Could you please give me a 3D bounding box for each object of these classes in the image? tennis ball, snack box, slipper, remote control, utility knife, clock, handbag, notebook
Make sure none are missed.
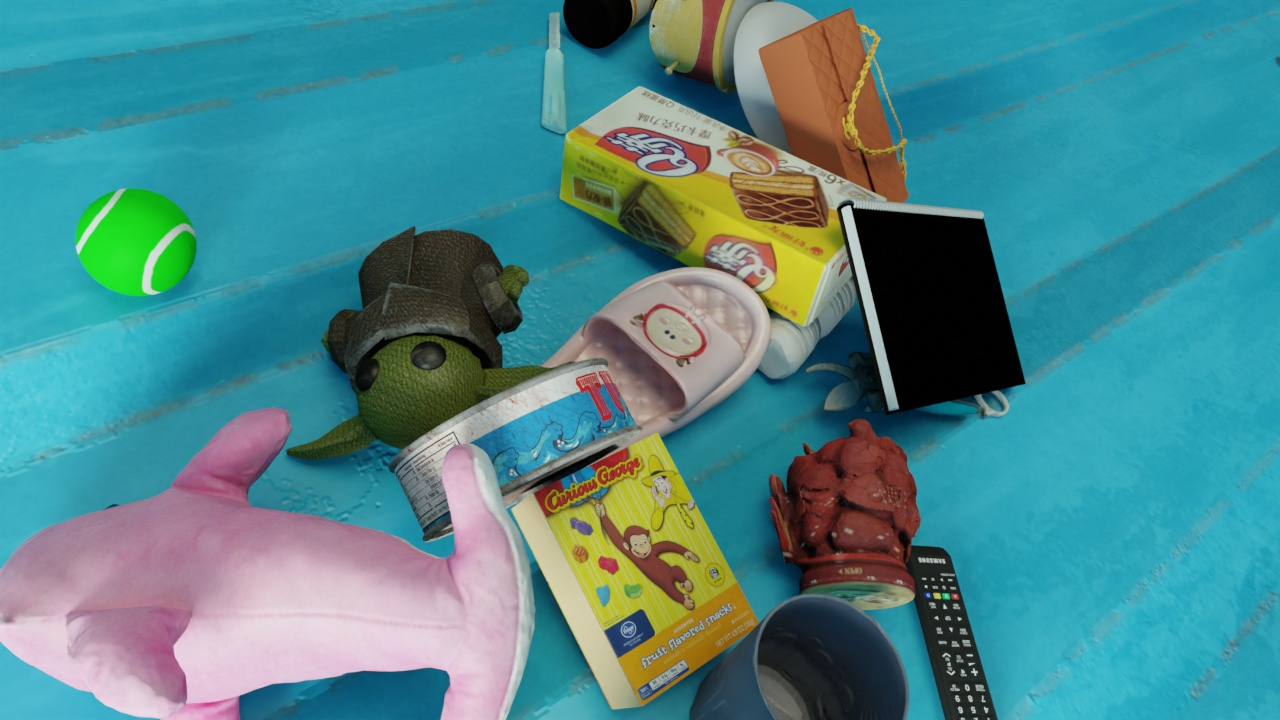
[{"bbox_3d":[-0.308,-0.072,0.562,0.065,0.066,0.065,10,52,-13],"label":"tennis ball"},{"bbox_3d":[-0.003,0.119,0.529,0.088,0.040,0.126,-23,81,-32],"label":"snack box"},{"bbox_3d":[-0.004,0.004,0.618,0.221,0.056,0.107,-36,73,-27],"label":"slipper"},{"bbox_3d":[0.199,0.185,0.592,0.033,0.015,0.146,6,53,-16],"label":"remote control"},{"bbox_3d":[-0.076,-0.264,0.822,0.022,0.015,0.165,8,55,-16],"label":"utility knife"},{"bbox_3d":[0.069,-0.323,0.856,0.081,0.117,0.158,23,41,19],"label":"clock"},{"bbox_3d":[0.181,-0.206,0.789,0.108,0.060,0.172,-37,112,-39],"label":"handbag"},{"bbox_3d":[0.224,-0.044,0.689,0.206,0.016,0.149,-6,82,-45],"label":"notebook"},{"bbox_3d":[0.059,-0.125,0.711,0.230,0.062,0.109,30,49,19],"label":"snack box"}]

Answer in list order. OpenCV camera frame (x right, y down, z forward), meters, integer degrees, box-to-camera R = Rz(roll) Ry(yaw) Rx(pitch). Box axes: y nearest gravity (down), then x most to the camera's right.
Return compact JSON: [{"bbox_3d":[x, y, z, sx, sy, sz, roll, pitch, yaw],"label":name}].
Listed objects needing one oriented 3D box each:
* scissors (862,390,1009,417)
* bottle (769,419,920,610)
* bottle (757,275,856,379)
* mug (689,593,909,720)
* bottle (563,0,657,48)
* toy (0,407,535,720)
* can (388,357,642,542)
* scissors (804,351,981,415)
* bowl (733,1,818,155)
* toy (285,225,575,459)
[{"bbox_3d":[0.235,0.002,0.743,0.141,0.014,0.174,44,54,11],"label":"scissors"},{"bbox_3d":[0.128,0.098,0.589,0.099,0.099,0.111,11,62,-13],"label":"bottle"},{"bbox_3d":[0.132,-0.038,0.714,0.044,0.044,0.135,39,51,10],"label":"bottle"},{"bbox_3d":[0.072,0.197,0.479,0.084,0.104,0.123,28,51,1],"label":"mug"},{"bbox_3d":[-0.006,-0.369,0.897,0.059,0.059,0.181,33,50,5],"label":"bottle"},{"bbox_3d":[-0.182,0.112,0.402,0.266,0.128,0.186,0,85,7],"label":"toy"},{"bbox_3d":[-0.066,0.048,0.496,0.129,0.130,0.044,-23,81,-32],"label":"can"},{"bbox_3d":[0.198,0.007,0.707,0.155,0.019,0.124,22,56,-9],"label":"scissors"},{"bbox_3d":[0.148,-0.255,0.830,0.149,0.043,0.149,6,81,-44],"label":"bowl"},{"bbox_3d":[-0.131,-0.015,0.559,0.179,0.078,0.152,-17,46,9],"label":"toy"}]
